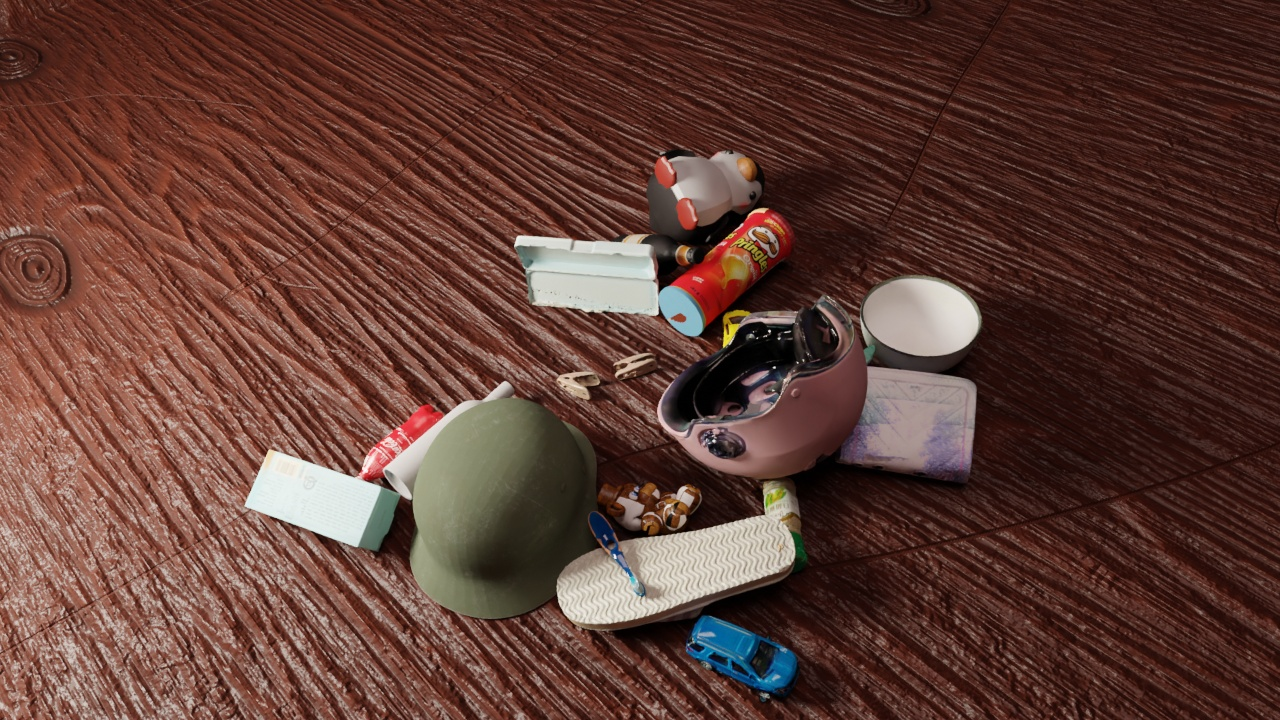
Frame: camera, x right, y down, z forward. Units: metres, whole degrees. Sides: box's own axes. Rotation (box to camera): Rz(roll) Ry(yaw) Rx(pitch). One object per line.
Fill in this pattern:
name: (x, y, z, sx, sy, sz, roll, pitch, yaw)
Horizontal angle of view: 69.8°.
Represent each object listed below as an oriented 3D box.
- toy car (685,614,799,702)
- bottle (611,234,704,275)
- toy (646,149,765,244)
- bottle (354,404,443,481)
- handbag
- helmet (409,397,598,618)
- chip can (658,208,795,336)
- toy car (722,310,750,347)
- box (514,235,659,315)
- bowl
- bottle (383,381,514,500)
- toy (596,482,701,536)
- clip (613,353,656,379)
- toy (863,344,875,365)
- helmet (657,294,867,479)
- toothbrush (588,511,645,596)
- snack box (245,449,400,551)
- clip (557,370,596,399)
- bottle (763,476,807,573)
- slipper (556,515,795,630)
toy car: (0.104, 0.304, 0.948, 0.120, 0.044, 0.056, 19, 52, 22)
bottle: (0.026, -0.152, 1.320, 0.059, 0.059, 0.182, -38, 27, -26)
toy: (0.108, -0.262, 1.441, 0.183, 0.140, 0.159, -23, 81, -27)
bottle: (-0.311, 0.113, 1.174, 0.042, 0.042, 0.141, 29, 56, 29)
handbag: (0.323, 0.081, 1.121, 0.159, 0.069, 0.126, 8, 63, 14)
helmet: (-0.161, 0.138, 1.057, 0.227, 0.154, 0.267, 15, 50, 20)
chip can: (0.127, -0.129, 1.321, 0.087, 0.087, 0.212, 32, 59, 30)
toy car: (0.137, -0.034, 1.270, 0.049, 0.030, 0.106, -3, 46, 5)
box: (-0.072, -0.123, 1.302, 0.197, 0.136, 0.044, 6, 54, 12)
bowl: (0.367, -0.038, 1.217, 0.153, 0.073, 0.153, -4, 47, 4)
bottle: (-0.237, 0.094, 1.176, 0.052, 0.052, 0.194, 29, 56, 29)
toy: (0.007, 0.170, 1.070, 0.113, 0.067, 0.087, 20, 21, 14)
clip: (-0.007, 0.010, 1.249, 0.061, 0.026, 0.049, 12, 51, 19)
toy: (0.253, -0.002, 1.209, 0.085, 0.033, 0.105, -49, 38, -5)
helmet: (0.153, 0.047, 1.088, 0.256, 0.152, 0.229, -22, 26, 25)
toothbrush: (-0.028, 0.208, 1.006, 0.021, 0.017, 0.135, -31, 42, -8)
snack box: (-0.384, 0.169, 1.108, 0.175, 0.053, 0.075, 14, 75, 19)
clip: (-0.088, 0.034, 1.236, 0.049, 0.026, 0.061, -16, 46, -6)
bottle: (0.165, 0.186, 1.052, 0.043, 0.043, 0.110, -3, 47, 3)
slipper: (0.040, 0.235, 1.008, 0.263, 0.052, 0.115, -14, 41, 2)
